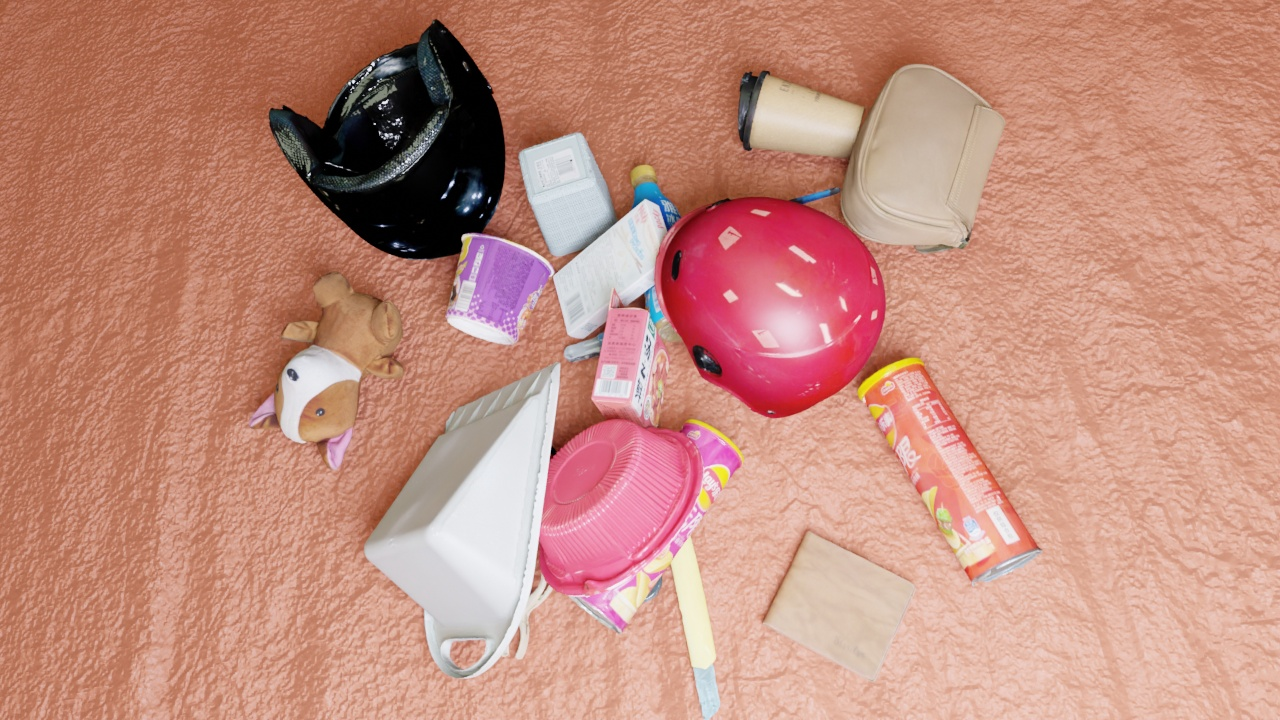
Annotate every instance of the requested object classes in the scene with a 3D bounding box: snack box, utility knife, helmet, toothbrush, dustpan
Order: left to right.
[{"bbox_3d":[-0.273,-0.253,1.072,0.234,0.230,0.274,-22,41,9],"label":"helmet"},{"bbox_3d":[-0.154,0.163,0.903,0.223,0.142,0.256,-22,27,49],"label":"dustpan"},{"bbox_3d":[-0.031,-0.099,1.016,0.157,0.026,0.084,-35,57,32],"label":"snack box"},{"bbox_3d":[-0.006,0.006,0.958,0.044,0.113,0.127,3,67,16],"label":"snack box"},{"bbox_3d":[0.050,0.245,0.890,0.031,0.020,0.196,-15,57,7],"label":"utility knife"},{"bbox_3d":[0.134,-0.164,1.033,0.190,0.014,0.016,-13,63,25],"label":"toothbrush"},{"bbox_3d":[0.139,-0.068,0.904,0.240,0.144,0.206,38,75,-8],"label":"helmet"}]

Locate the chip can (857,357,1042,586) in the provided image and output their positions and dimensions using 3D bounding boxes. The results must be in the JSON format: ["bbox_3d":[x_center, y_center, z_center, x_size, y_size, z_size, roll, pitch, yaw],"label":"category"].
[{"bbox_3d":[0.291,0.102,0.874,0.073,0.073,0.216,-26,63,-1],"label":"chip can"}]

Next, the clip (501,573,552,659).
[{"bbox_3d":[-0.107,0.241,0.918,0.092,0.035,0.103,-16,68,6],"label":"clip"}]

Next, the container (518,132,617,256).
[{"bbox_3d":[-0.085,-0.195,1.067,0.090,0.111,0.090,-17,64,4],"label":"container"}]

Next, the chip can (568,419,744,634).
[{"bbox_3d":[0.015,0.159,0.894,0.071,0.071,0.210,30,68,22],"label":"chip can"}]

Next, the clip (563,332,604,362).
[{"bbox_3d":[-0.058,-0.012,1.032,0.058,0.038,0.026,-15,65,4],"label":"clip"}]

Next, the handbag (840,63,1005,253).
[{"bbox_3d":[0.304,-0.214,1.002,0.148,0.100,0.204,23,71,2],"label":"handbag"}]

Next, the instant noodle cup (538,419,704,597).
[{"bbox_3d":[-0.037,0.123,0.865,0.194,0.066,0.193,-32,27,19],"label":"instant noodle cup"}]

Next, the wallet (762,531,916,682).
[{"bbox_3d":[0.188,0.231,0.868,0.115,0.020,0.101,24,74,18],"label":"wallet"}]

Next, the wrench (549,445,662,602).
[{"bbox_3d":[-0.069,0.141,0.965,0.056,0.016,0.273,-38,64,-12],"label":"wrench"}]

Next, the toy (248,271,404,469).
[{"bbox_3d":[-0.347,0.010,1.032,0.140,0.130,0.199,27,83,15],"label":"toy"}]

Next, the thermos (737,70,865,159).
[{"bbox_3d":[0.182,-0.280,1.065,0.143,0.093,0.093,15,70,10],"label":"thermos"}]

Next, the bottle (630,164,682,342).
[{"bbox_3d":[0.022,-0.128,1.041,0.065,0.065,0.218,-15,63,5],"label":"bottle"}]

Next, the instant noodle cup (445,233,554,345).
[{"bbox_3d":[-0.165,-0.076,1.039,0.112,0.111,0.099,14,79,17],"label":"instant noodle cup"}]
